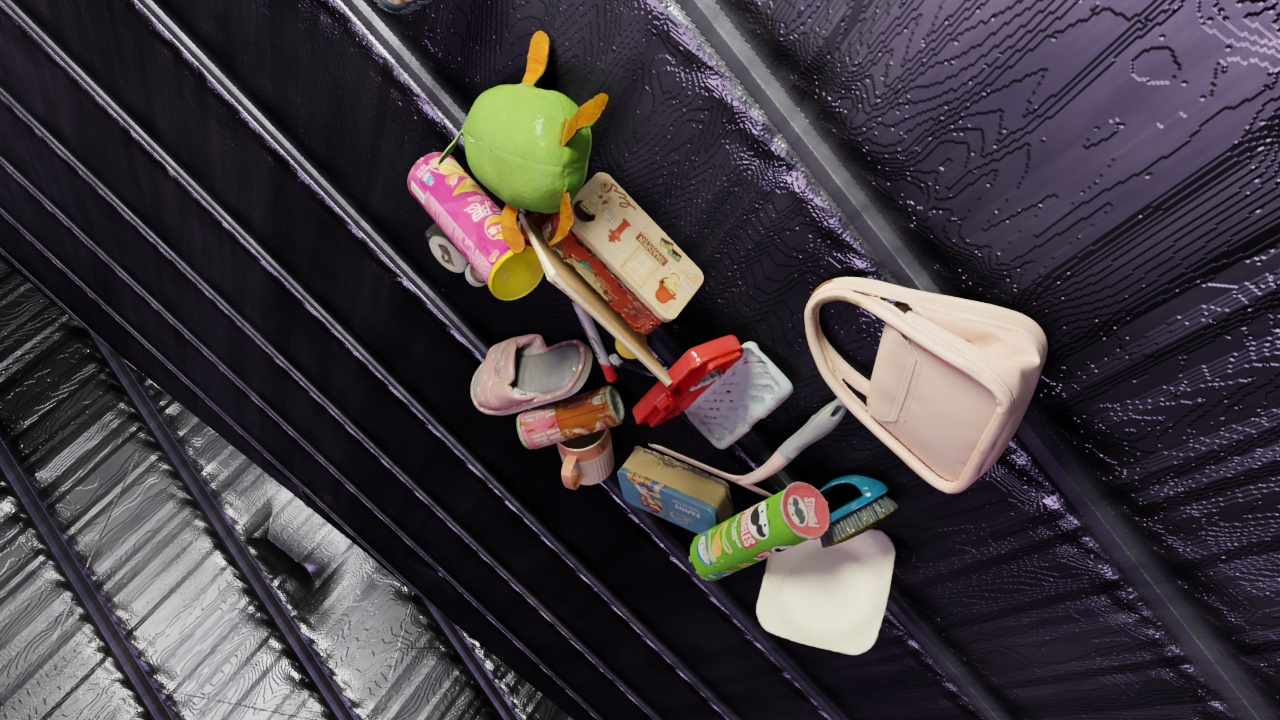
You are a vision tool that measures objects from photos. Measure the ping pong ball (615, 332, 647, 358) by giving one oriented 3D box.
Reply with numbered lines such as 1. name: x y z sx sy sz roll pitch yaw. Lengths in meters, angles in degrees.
1. ping pong ball: -0.012 -0.022 1.157 0.040 0.040 0.040 27 147 19

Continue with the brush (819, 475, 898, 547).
1. brush: 0.255 0.181 1.134 0.073 0.055 0.144 60 149 15

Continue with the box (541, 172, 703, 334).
1. box: -0.024 -0.111 1.007 0.168 0.091 0.076 45 145 -9

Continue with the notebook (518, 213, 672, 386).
1. notebook: -0.052 -0.068 1.036 0.211 0.012 0.149 43 -170 -38

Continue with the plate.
1. plate: 0.241 0.289 1.187 0.164 0.163 0.034 8 160 29

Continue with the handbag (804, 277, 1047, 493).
1. handbag: 0.257 0.005 0.894 0.234 0.093 0.194 33 150 25

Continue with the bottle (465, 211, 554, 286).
1. bottle: -0.164 -0.133 1.154 0.060 0.059 0.207 49 148 -16

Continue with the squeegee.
1. squeegee: 0.169 0.112 1.110 0.247 0.040 0.250 25 141 -15

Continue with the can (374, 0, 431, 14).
1. can: -0.208 -0.380 0.866 0.111 0.075 0.075 -3 130 48

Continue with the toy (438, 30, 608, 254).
1. toy: -0.113 -0.215 0.932 0.247 0.089 0.227 34 117 46

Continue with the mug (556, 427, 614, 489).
1. mug: -0.088 0.140 1.375 0.082 0.114 0.106 11 144 15

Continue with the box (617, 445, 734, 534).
1. box: 0.057 0.197 1.350 0.184 0.060 0.090 20 145 30

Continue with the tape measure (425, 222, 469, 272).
1. tape measure: -0.253 -0.153 1.245 0.066 0.033 0.066 20 144 31

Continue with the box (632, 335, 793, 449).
1. box: 0.085 0.051 1.106 0.098 0.118 0.202 63 151 14

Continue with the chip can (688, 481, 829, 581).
1. chip can: 0.149 0.228 1.198 0.072 0.072 0.237 41 143 -4

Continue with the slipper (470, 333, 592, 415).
1. slipper: -0.172 0.017 1.313 0.054 0.114 0.275 30 156 -36

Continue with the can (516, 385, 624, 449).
1. can: -0.099 0.082 1.302 0.147 0.057 0.058 -17 124 16

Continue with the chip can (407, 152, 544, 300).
1. chip can: -0.194 -0.160 1.069 0.210 0.071 0.071 48 156 32

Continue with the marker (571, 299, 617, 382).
1. marker: -0.061 -0.028 1.223 0.017 0.017 0.145 13 141 36

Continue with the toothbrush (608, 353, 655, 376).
1. toothbrush: -0.007 0.007 1.157 0.018 0.015 0.181 59 166 -15
